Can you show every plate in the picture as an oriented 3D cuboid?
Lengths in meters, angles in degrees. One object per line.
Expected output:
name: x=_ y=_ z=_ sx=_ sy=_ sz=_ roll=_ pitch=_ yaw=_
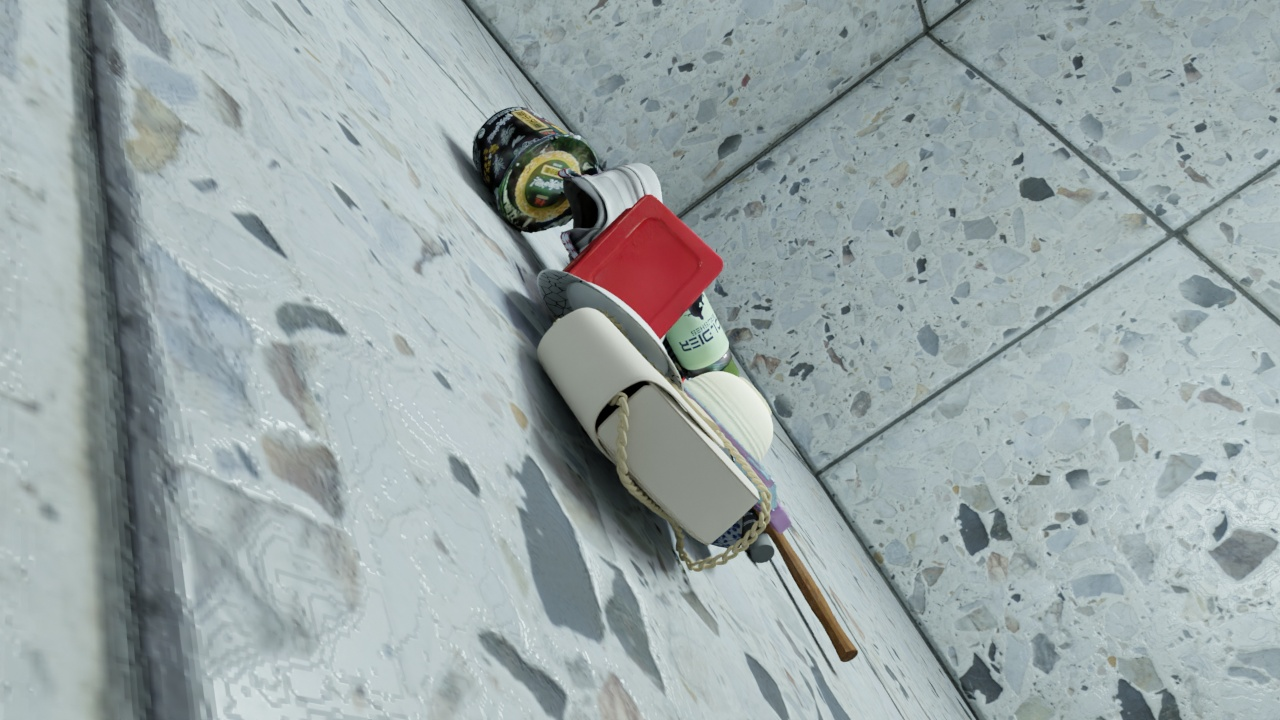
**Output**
plate: x=-0.026 y=-0.027 z=0.920 sx=0.188 sy=0.016 sz=0.189 roll=36 pitch=-19 yaw=14

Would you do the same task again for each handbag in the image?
handbag: x=0.004 y=0.064 z=0.801 sx=0.208 sy=0.103 sz=0.210 roll=47 pitch=0 yaw=-35

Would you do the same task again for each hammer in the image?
hammer: x=0.197 y=0.258 z=1.227 sx=0.115 sy=0.033 sz=0.322 roll=54 pitch=5 yaw=-47

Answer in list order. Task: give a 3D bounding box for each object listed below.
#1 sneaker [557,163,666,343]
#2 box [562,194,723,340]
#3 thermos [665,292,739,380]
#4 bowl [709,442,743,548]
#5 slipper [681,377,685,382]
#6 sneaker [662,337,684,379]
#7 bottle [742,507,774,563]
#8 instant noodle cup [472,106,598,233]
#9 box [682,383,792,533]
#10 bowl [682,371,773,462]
sneaker: x=-0.037 y=-0.112 z=1.107 sx=0.128 sy=0.097 sz=0.263 roll=-2 pitch=88 yaw=-35
box: x=-0.007 y=-0.088 z=1.016 sx=0.134 sy=0.157 sz=0.110 roll=46 pitch=-16 yaw=-14
thermos: x=0.061 y=-0.055 z=1.268 sx=0.231 sy=0.082 sz=0.082 roll=61 pitch=5 yaw=-24
bowl: x=0.065 y=0.135 z=0.917 sx=0.114 sy=0.045 sz=0.114 roll=172 pitch=-89 yaw=-80
slipper: x=0.023 y=-0.039 z=1.428 sx=0.248 sy=0.059 sz=0.103 roll=56 pitch=9 yaw=26
sneaker: x=-0.003 y=-0.083 z=1.343 sx=0.124 sy=0.088 sz=0.240 roll=7 pitch=-69 yaw=54
bottle: x=0.137 y=0.207 z=1.158 sx=0.030 sy=0.030 sz=0.113 roll=49 pitch=10 yaw=-31
instant noodle cup: x=-0.137 y=-0.242 z=1.134 sx=0.112 sy=0.137 sz=0.137 roll=49 pitch=4 yaw=35
box: x=0.107 y=0.117 z=1.162 sx=0.214 sy=0.035 sz=0.151 roll=46 pitch=-13 yaw=36
bowl: x=0.125 y=0.070 z=1.226 sx=0.150 sy=0.075 sz=0.151 roll=50 pitch=-8 yaw=9
